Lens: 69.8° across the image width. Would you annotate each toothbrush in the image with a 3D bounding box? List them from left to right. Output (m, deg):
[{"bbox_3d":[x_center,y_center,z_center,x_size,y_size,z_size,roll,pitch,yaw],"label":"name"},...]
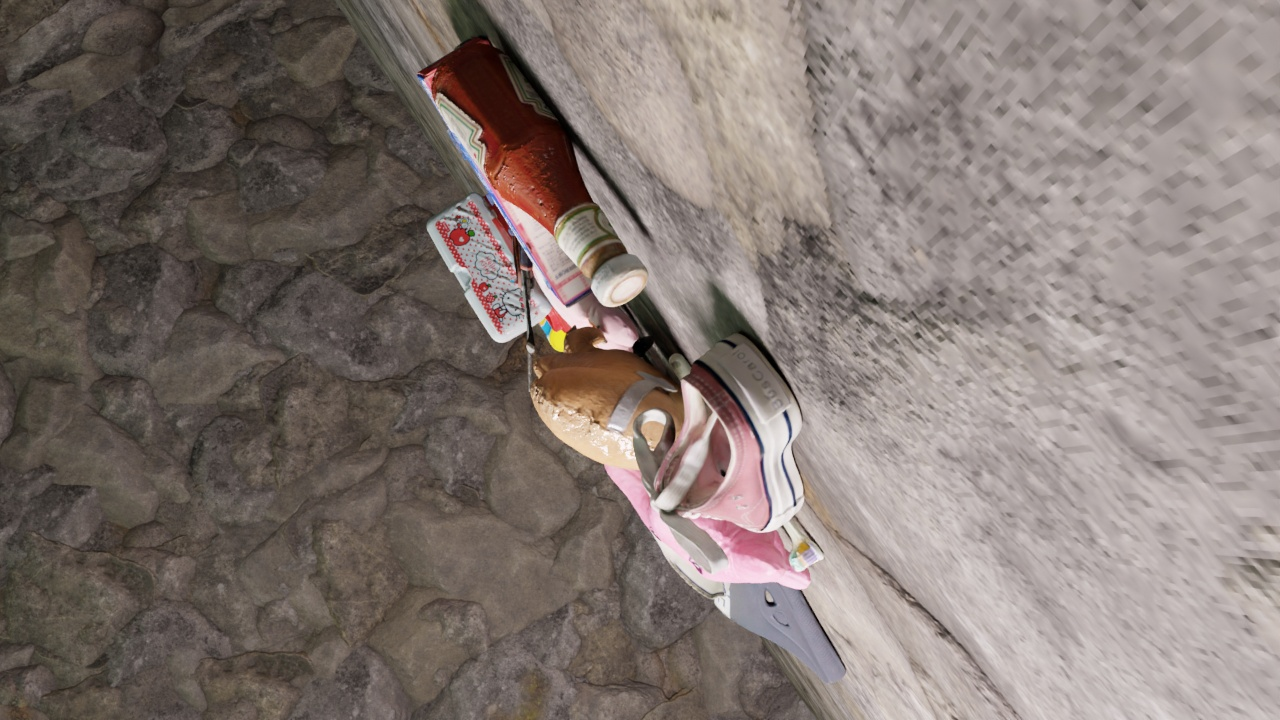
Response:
[{"bbox_3d":[-0.005,0.005,0.894,0.014,0.016,0.189,47,166,7],"label":"toothbrush"},{"bbox_3d":[0.076,0.073,0.695,0.020,0.029,0.189,-19,-107,-53],"label":"toothbrush"}]

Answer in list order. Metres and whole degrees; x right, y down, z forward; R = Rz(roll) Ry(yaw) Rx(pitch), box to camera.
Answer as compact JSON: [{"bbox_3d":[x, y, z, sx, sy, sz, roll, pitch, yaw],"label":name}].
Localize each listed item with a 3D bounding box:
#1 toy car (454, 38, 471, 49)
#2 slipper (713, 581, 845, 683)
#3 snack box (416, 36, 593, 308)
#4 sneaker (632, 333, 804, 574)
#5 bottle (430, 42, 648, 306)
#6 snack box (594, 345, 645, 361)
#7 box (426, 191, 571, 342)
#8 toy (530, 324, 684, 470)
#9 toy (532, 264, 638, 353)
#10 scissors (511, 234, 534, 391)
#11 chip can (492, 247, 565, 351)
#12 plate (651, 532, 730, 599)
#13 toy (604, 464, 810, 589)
[{"bbox_3d":[-0.142,-0.233,0.748,0.042,0.035,0.090,59,177,-16],"label":"toy car"},{"bbox_3d":[0.134,0.269,1.004,0.268,0.083,0.111,57,173,-22],"label":"slipper"},{"bbox_3d":[-0.093,-0.142,0.713,0.207,0.058,0.057,59,174,-26],"label":"snack box"},{"bbox_3d":[0.043,0.064,0.555,0.118,0.088,0.241,54,173,21],"label":"sneaker"},{"bbox_3d":[-0.063,-0.118,0.582,0.206,0.059,0.060,54,174,23],"label":"bottle"},{"bbox_3d":[-0.017,0.002,1.032,0.084,0.026,0.157,52,175,-3],"label":"snack box"},{"bbox_3d":[-0.170,-0.105,1.122,0.201,0.100,0.095,56,175,23],"label":"box"},{"bbox_3d":[-0.021,0.026,0.763,0.143,0.082,0.226,29,-171,-11],"label":"toy"},{"bbox_3d":[-0.057,-0.063,0.905,0.159,0.054,0.121,48,167,19],"label":"toy"},{"bbox_3d":[-0.106,-0.085,0.839,0.189,0.015,0.225,-148,57,-77],"label":"scissors"},{"bbox_3d":[-0.134,-0.106,1.226,0.210,0.071,0.071,53,174,34],"label":"chip can"},{"bbox_3d":[0.039,0.124,0.926,0.162,0.034,0.266,32,143,51],"label":"plate"},{"bbox_3d":[0.044,0.126,0.751,0.195,0.074,0.178,31,177,30],"label":"toy"}]
